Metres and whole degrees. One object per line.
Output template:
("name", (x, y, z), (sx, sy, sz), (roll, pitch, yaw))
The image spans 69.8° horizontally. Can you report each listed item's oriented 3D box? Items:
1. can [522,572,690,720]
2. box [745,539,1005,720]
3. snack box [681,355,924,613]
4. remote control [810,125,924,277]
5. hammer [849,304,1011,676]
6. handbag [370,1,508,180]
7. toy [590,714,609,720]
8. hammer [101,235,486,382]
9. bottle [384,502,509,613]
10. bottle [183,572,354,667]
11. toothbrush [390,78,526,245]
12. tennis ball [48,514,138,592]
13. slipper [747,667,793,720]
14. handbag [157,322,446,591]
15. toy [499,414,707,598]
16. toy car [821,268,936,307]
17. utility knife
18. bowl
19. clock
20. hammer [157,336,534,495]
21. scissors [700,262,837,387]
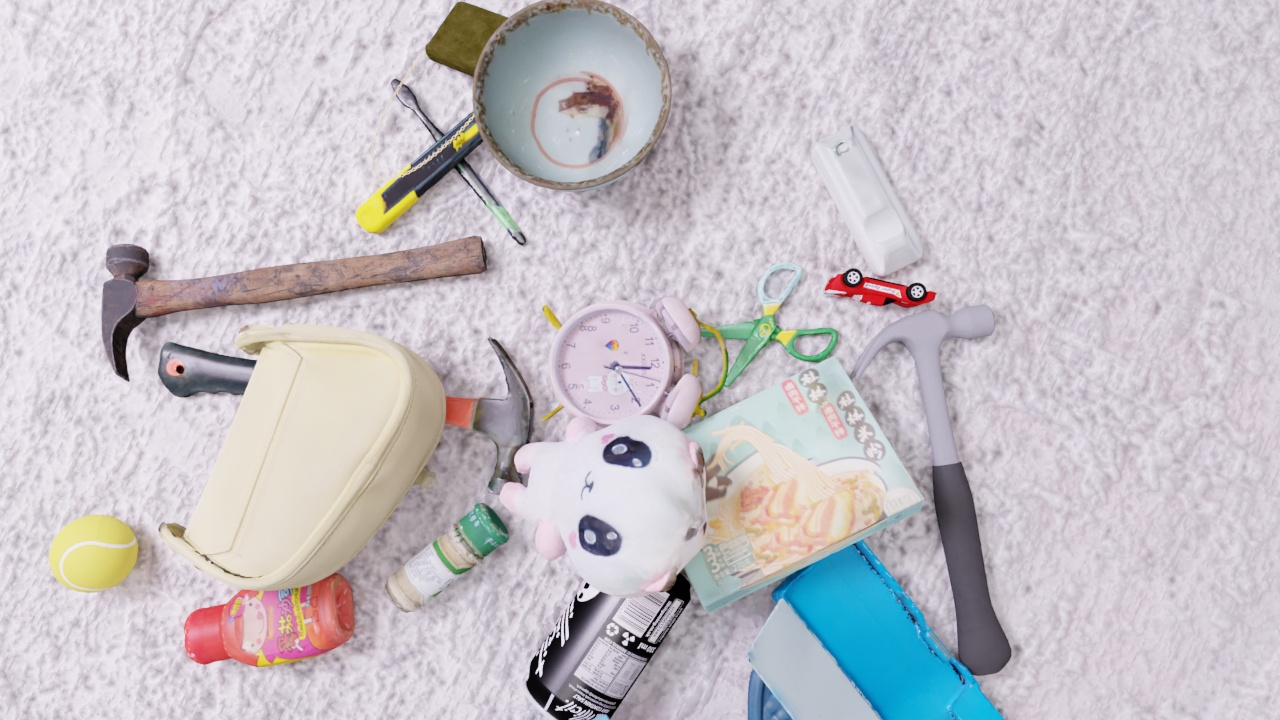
("can", (-0.027, 0.226, 0.756), (0.080, 0.080, 0.146), (34, 88, 3))
("box", (0.192, 0.280, 0.737), (0.175, 0.060, 0.243), (-36, 86, -38))
("snack box", (0.110, 0.101, 0.758), (0.193, 0.044, 0.141), (-26, 63, 0))
("remote control", (0.199, -0.140, 0.802), (0.050, 0.022, 0.133), (-27, 86, -1))
("hammer", (0.262, 0.111, 0.783), (0.125, 0.029, 0.310), (-10, 87, 0))
("handbag", (-0.173, -0.228, 0.795), (0.084, 0.027, 0.177), (26, 75, 18))
("toy", (-0.008, 0.349, 0.727), (0.191, 0.098, 0.224), (1, 118, -11))
("hammer", (-0.298, -0.062, 0.799), (0.330, 0.033, 0.120), (-8, 73, -2))
("bottle", (-0.166, 0.169, 0.783), (0.110, 0.042, 0.042), (-39, 86, -1))
("bottle", (-0.315, 0.222, 0.779), (0.134, 0.048, 0.071), (-13, 70, 2))
("toothbrush", (-0.162, -0.177, 0.821), (0.014, 0.017, 0.188), (-39, 89, 3))
("tennis ball", (-0.464, 0.164, 0.779), (0.065, 0.065, 0.065), (0, 86, 1))
("slipper", (0.134, 0.345, 0.757), (0.104, 0.059, 0.213), (1, 84, 0))
("handbag", (-0.272, 0.081, 0.748), (0.191, 0.088, 0.232), (21, 86, 15))
("toy", (-0.029, 0.106, 0.712), (0.180, 0.101, 0.138), (10, 74, 27))
("toy car", (0.205, -0.059, 0.789), (0.089, 0.038, 0.025), (13, 89, 2))
("utility knife", (-0.180, -0.174, 0.805), (0.174, 0.020, 0.029), (-40, 90, 4))
("bowl", (-0.054, -0.212, 0.777), (0.160, 0.094, 0.160), (0, 87, 1))
("clock", (-0.005, 0.005, 0.775), (0.158, 0.059, 0.116), (0, 86, 7))
("hammer", (-0.258, 0.029, 0.801), (0.333, 0.033, 0.133), (8, 88, 3))
("scissors", (0.109, -0.034, 0.803), (0.127, 0.011, 0.123), (-1, 85, 0))
